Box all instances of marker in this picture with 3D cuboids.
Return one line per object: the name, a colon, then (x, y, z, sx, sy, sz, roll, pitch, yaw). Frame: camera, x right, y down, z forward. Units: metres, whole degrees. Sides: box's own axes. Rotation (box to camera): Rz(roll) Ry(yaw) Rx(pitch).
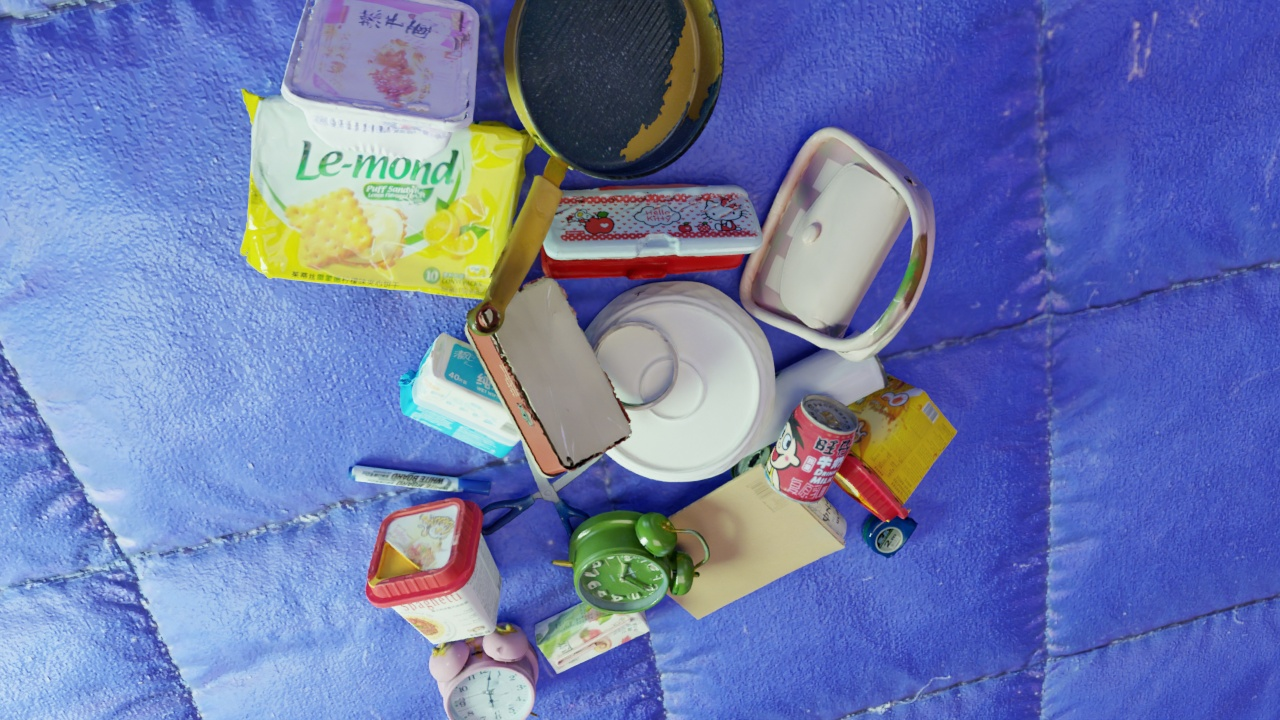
marker: (-0.229, 0.125, 0.954, 0.145, 0.017, 0.017, 9, 112, -15)

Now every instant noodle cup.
instant noodle cup: (0.260, 0.088, 0.987, 0.123, 0.116, 0.116, -47, 115, -2)
instant noodle cup: (-0.204, 0.224, 0.950, 0.116, 0.116, 0.124, -14, 128, 11)
instant noodle cup: (-0.202, -0.226, 0.730, 0.138, 0.173, 0.060, 6, 138, -13)

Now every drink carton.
drink carton: (-0.056, 0.308, 1.054, 0.122, 0.045, 0.053, -26, 117, 2)

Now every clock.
clock: (-0.177, 0.355, 1.044, 0.117, 0.059, 0.159, -14, 114, -5)
clock: (-0.005, 0.217, 0.992, 0.161, 0.056, 0.116, -19, 126, 12)

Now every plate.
plate: (0.032, 0.025, 0.906, 0.205, 0.045, 0.205, 1, 99, 5)

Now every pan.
pan: (-0.054, -0.182, 0.760, 0.197, 0.078, 0.357, 32, 89, -33)

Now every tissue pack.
tissue pack: (-0.158, 0.035, 0.889, 0.140, 0.063, 0.090, 26, 140, -20)

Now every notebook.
notebook: (0.097, 0.207, 1.021, 0.212, 0.012, 0.149, -35, 116, 26)

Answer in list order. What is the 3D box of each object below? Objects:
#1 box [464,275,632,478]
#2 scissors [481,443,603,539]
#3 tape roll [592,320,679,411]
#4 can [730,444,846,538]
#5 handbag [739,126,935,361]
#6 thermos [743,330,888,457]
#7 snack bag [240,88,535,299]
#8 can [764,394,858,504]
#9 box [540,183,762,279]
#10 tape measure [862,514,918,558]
box: (-0.079, 0.013, 0.831, 0.091, 0.077, 0.168, -28, 91, -29)
scissors: (-0.104, 0.148, 0.974, 0.162, 0.012, 0.174, -18, 129, 6)
tape roll: (-0.005, 0.005, 0.876, 0.086, 0.014, 0.086, 1, 99, 6)
can: (0.166, 0.154, 1.021, 0.058, 0.058, 0.146, -42, 115, 9)
handbag: (0.189, -0.091, 0.816, 0.093, 0.234, 0.194, 18, 109, -20)
thermos: (0.142, 0.046, 0.965, 0.224, 0.073, 0.073, -27, 116, 2)
snack bag: (-0.220, -0.143, 0.806, 0.246, 0.068, 0.158, 5, 114, -14)
can: (0.171, 0.088, 0.915, 0.066, 0.066, 0.094, 11, 122, -16)
box: (0.009, -0.114, 0.848, 0.201, 0.098, 0.095, -4, 114, -9)
tape measure: (0.291, 0.202, 1.085, 0.054, 0.025, 0.058, 28, 102, -19)
